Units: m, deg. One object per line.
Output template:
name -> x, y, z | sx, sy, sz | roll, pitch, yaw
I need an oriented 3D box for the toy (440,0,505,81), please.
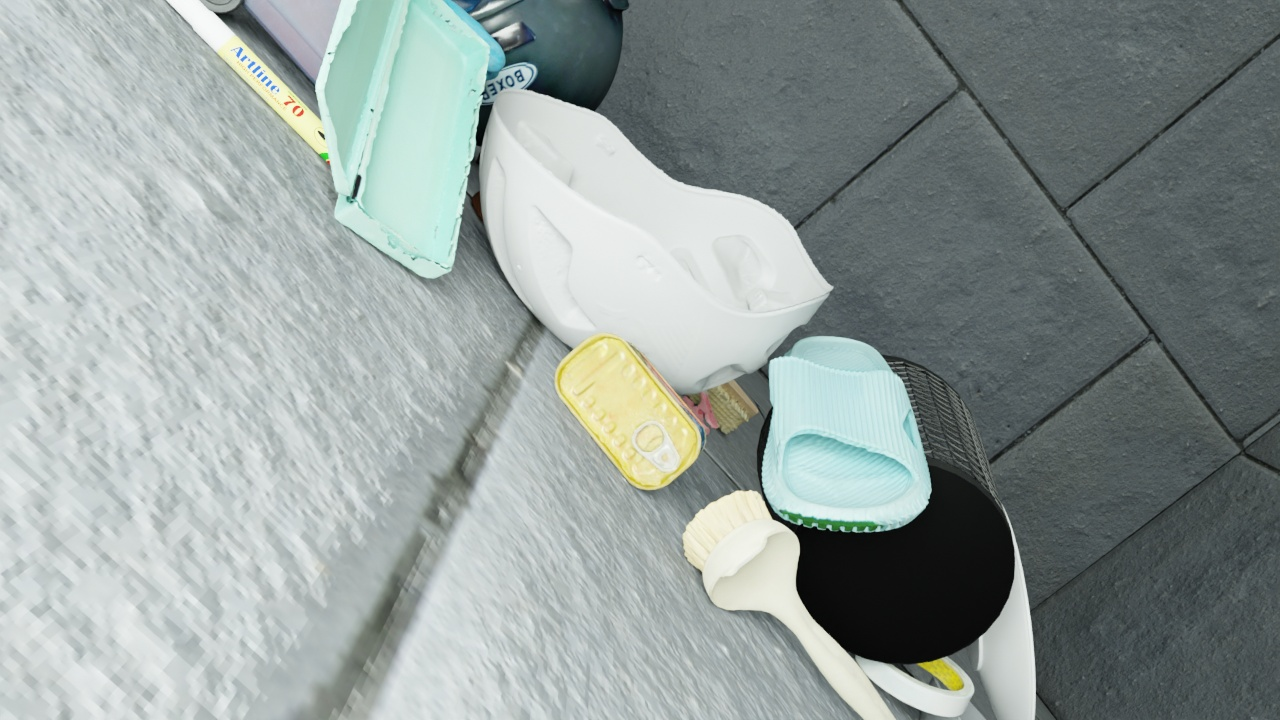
toy -> -0.196, -0.254, 0.703 | 0.180, 0.115, 0.183 | 28, -2, -17

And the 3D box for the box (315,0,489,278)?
box -> -0.128, -0.152, 0.484 | 0.138, 0.057, 0.186 | 59, 25, -50

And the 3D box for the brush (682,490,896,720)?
brush -> 0.119, 0.184, 0.546 | 0.272, 0.062, 0.077 | 51, 11, -16

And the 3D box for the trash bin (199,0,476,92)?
trash bin -> -0.188, -0.206, 0.588 | 0.161, 0.092, 0.093 | 50, 7, -28

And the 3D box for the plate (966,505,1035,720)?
plate -> 0.318, 0.238, 0.843 | 0.229, 0.030, 0.229 | -3, 89, -80

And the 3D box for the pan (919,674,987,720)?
pan -> 0.331, 0.390, 0.706 | 0.200, 0.051, 0.356 | 44, 9, -35

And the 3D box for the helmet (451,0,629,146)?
helmet -> -0.141, -0.331, 0.884 | 0.316, 0.249, 0.236 | 2, 68, -78

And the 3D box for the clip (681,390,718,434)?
clip -> 0.068, 0.050, 0.972 | 0.023, 0.044, 0.060 | 37, 0, -43

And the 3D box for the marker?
marker -> -0.201, -0.148, 0.492 | 0.132, 0.014, 0.014 | 46, 8, -18

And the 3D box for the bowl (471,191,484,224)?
bowl -> -0.076, -0.115, 0.829 | 0.147, 0.069, 0.147 | 48, 8, -9

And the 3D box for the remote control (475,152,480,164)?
remote control -> -0.112, -0.206, 0.990 | 0.134, 0.013, 0.058 | 6, -21, 35

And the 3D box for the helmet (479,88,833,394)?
helmet -> -0.003, -0.091, 0.683 | 0.282, 0.184, 0.224 | 40, 13, -35

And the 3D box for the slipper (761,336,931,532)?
slipper -> 0.148, 0.030, 0.666 | 0.116, 0.070, 0.275 | 9, 26, 5

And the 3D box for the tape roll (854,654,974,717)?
tape roll -> 0.221, 0.251, 0.743 | 0.094, 0.019, 0.094 | 20, 11, -4

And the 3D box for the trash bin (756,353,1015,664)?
trash bin -> 0.208, 0.126, 0.792 | 0.217, 0.217, 0.243 | 48, 14, -4

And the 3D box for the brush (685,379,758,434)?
brush -> 0.083, 0.038, 1.067 | 0.117, 0.049, 0.039 | 46, 26, -18

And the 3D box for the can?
can -> -0.004, 0.032, 0.578 | 0.100, 0.054, 0.059 | 50, 6, 8
